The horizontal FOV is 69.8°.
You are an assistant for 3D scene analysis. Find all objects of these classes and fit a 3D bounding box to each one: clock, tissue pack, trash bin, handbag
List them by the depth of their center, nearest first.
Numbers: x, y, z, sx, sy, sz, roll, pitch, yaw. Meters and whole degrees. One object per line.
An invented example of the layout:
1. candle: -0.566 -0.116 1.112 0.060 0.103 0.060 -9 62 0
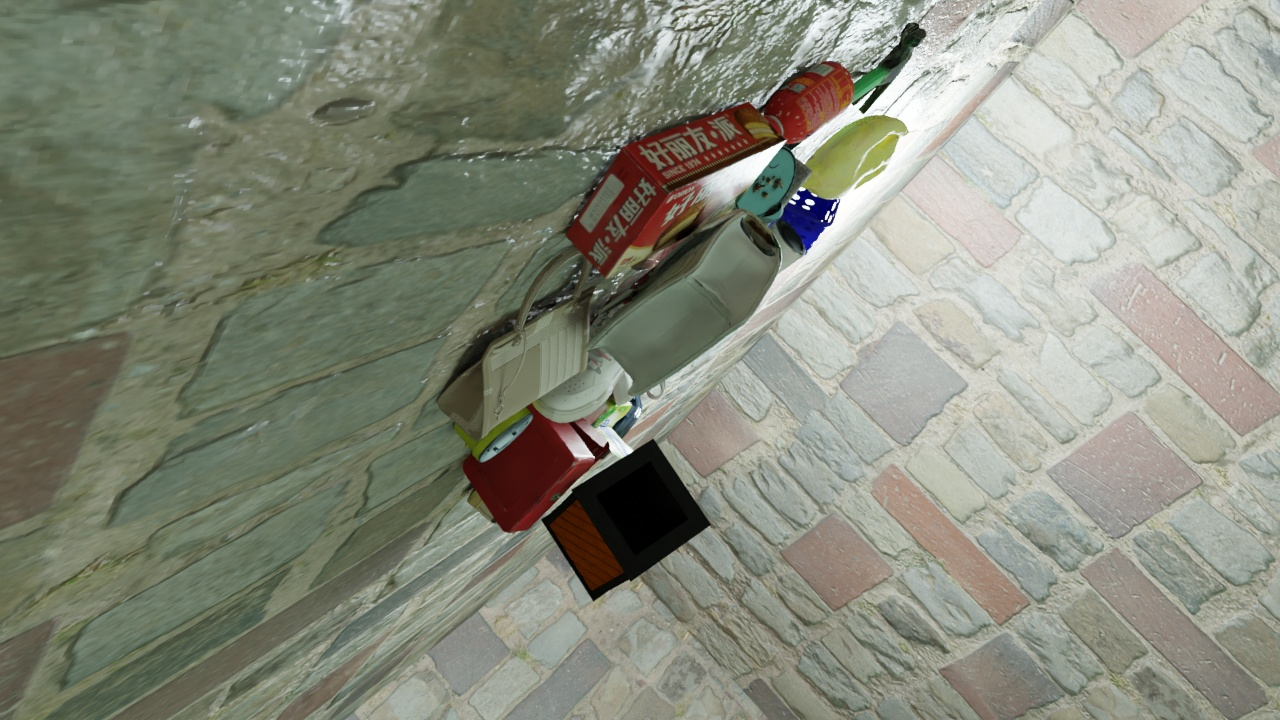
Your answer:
1. handbag: -0.102 -0.036 0.927 0.175 0.062 0.198 -35 159 -47
2. handbag: 0.042 -0.065 0.954 0.199 0.096 0.141 -36 -166 45
3. clock: 0.127 -0.195 1.036 0.089 0.053 0.124 -14 134 -32
4. clock: -0.166 0.067 1.051 0.083 0.057 0.119 -38 170 -30
5. trash bin: -0.025 0.226 1.282 0.139 0.139 0.172 -29 170 -28
6. tissue pack: -0.066 0.099 1.378 0.120 0.141 0.197 -46 171 12

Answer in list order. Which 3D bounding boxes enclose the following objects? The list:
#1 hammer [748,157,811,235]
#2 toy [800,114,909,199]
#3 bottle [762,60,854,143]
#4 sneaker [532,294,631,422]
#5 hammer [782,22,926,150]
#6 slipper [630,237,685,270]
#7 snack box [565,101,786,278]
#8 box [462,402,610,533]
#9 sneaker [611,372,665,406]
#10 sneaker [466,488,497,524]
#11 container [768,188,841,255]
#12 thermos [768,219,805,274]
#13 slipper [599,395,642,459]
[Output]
1. hammer: 0.138 -0.169 1.237 0.218 0.037 0.300 -50 179 11
2. toy: 0.286 -0.276 1.263 0.154 0.064 0.171 -17 161 -12
3. bottle: 0.169 -0.268 0.986 0.137 0.062 0.062 -38 170 -29
4. sneaker: -0.039 -0.025 1.128 0.235 0.090 0.105 -37 160 -33
5. hammer: 0.242 -0.321 1.177 0.317 0.032 0.130 -39 170 -28
6. slipper: 0.046 -0.137 1.066 0.107 0.055 0.221 -49 170 18
7. snack box: 0.040 -0.167 0.871 0.235 0.060 0.113 -35 168 -49
8. box: -0.148 0.135 1.231 0.158 0.137 0.127 -48 177 21
9. sneaker: -0.008 0.008 1.359 0.088 0.118 0.241 -25 178 6
10. sneaker: -0.160 0.180 1.463 0.240 0.102 0.089 -39 170 -37
11. container: 0.244 -0.226 1.393 0.114 0.085 0.084 116 -4 -70
12. thermos: 0.140 -0.122 1.390 0.231 0.068 0.067 -36 176 30
13. slipper: -0.054 0.077 1.584 0.101 0.082 0.263 -46 -169 17
